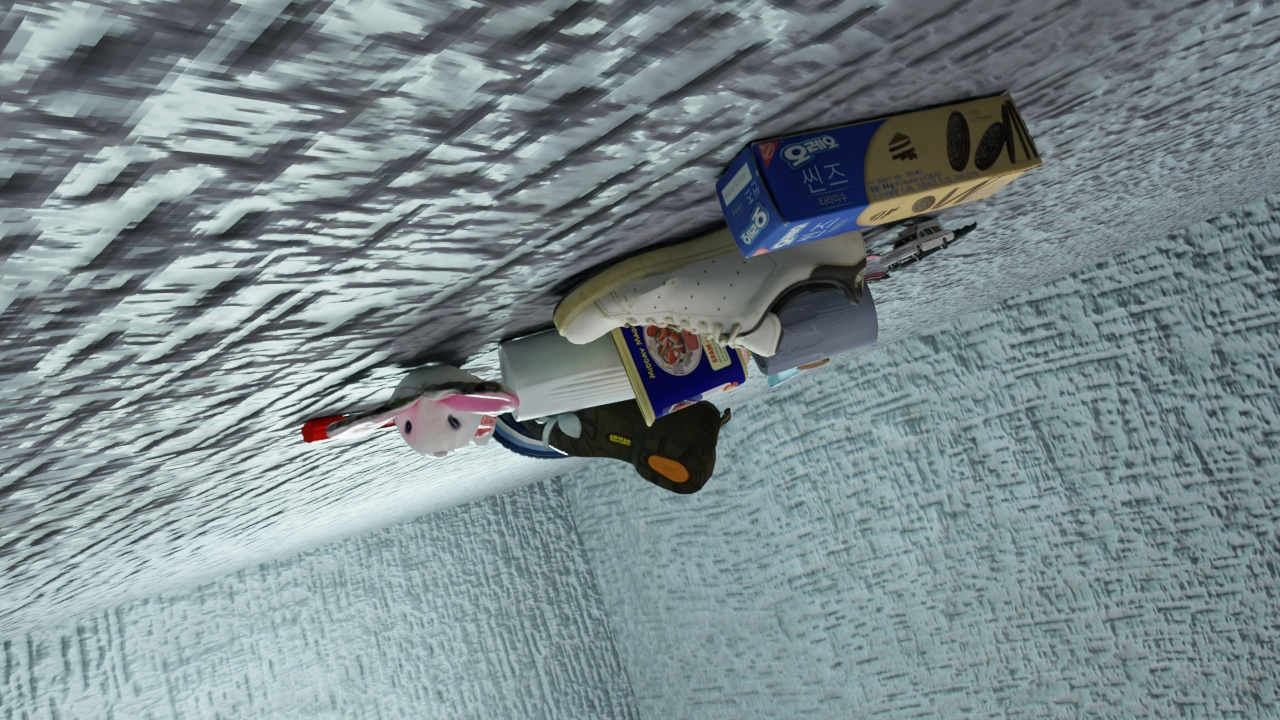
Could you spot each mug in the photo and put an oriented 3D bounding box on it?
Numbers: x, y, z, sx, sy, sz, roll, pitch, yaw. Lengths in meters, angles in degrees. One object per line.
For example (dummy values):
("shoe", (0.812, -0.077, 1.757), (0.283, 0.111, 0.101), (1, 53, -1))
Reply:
("mug", (0.147, -0.055, 0.829), (0.104, 0.124, 0.083), (-18, -151, -4))

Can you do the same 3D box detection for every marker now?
("marker", (-0.269, 0.060, 0.917), (0.144, 0.021, 0.024), (-10, 138, -53))

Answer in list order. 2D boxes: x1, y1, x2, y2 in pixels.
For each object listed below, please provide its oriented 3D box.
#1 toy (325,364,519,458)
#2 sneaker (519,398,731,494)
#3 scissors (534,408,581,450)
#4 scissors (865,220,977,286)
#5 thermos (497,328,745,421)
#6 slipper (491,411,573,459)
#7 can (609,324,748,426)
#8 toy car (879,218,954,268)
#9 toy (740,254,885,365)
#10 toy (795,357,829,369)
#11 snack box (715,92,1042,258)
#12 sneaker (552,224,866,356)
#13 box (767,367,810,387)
("toy", (-0.172, 0.045, 0.809), (0.159, 0.084, 0.194), (-12, 173, 2))
("sneaker", (-0.012, 0.037, 0.974), (0.142, 0.238, 0.101), (-53, 156, -43))
("scissors", (-0.086, 0.029, 0.898), (0.125, 0.019, 0.155), (3, -136, 30))
("scissors", (0.279, -0.106, 1.071), (0.201, 0.015, 0.202), (-28, -175, -8))
("thermos", (-0.018, -0.006, 0.850), (0.220, 0.099, 0.099), (-13, 171, -16))
("slipper", (-0.086, 0.068, 1.194), (0.252, 0.105, 0.095), (5, 116, -40))
("can", (0.028, -0.016, 0.774), (0.092, 0.116, 0.056), (-22, 173, -3))
("toy car", (0.280, -0.122, 0.936), (0.039, 0.039, 0.112), (-26, 175, 41))
("toy", (0.144, -0.046, 0.960), (0.238, 0.087, 0.190), (-26, -178, 11))
("toy", (0.184, -0.046, 1.055), (0.042, 0.101, 0.055), (-16, 157, 14))
("snack box", (0.152, -0.117, 0.578), (0.206, 0.057, 0.056), (-16, 171, -23))
("sneaker", (0.057, -0.043, 0.695), (0.242, 0.102, 0.089), (-20, 173, 9))
("box", (0.188, -0.012, 1.284), (0.089, 0.092, 0.214), (-18, 172, -13))
